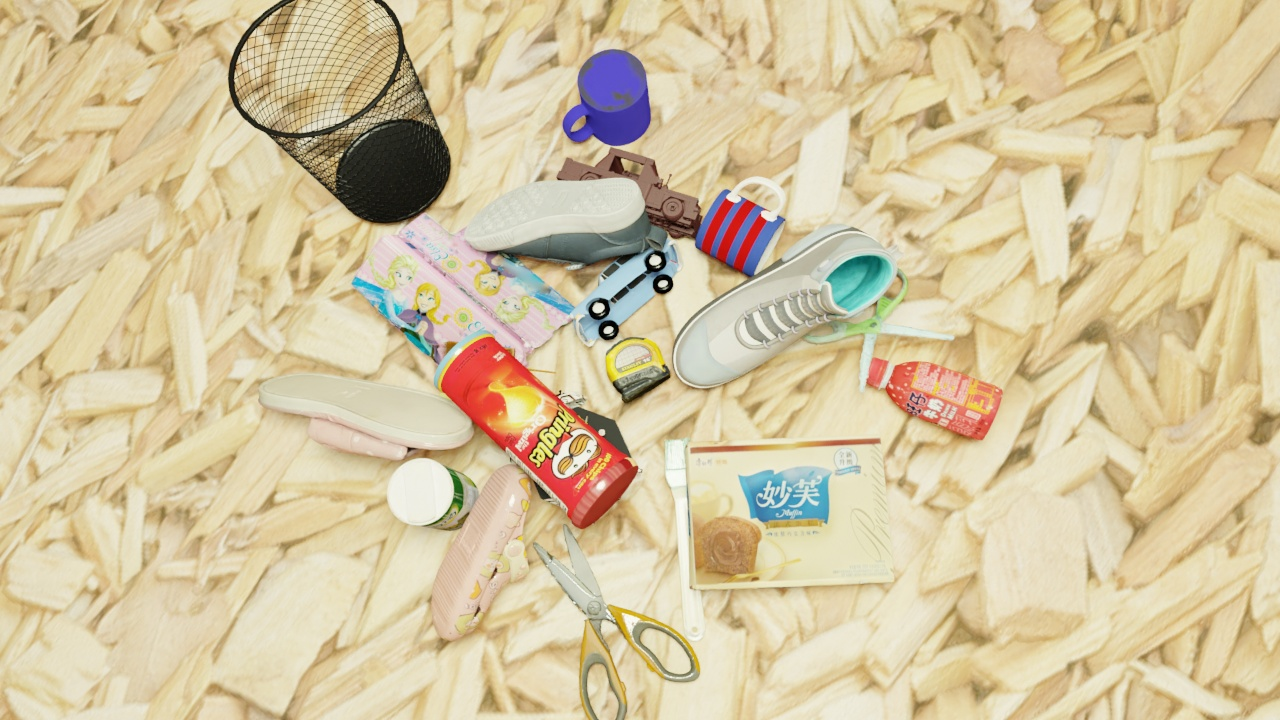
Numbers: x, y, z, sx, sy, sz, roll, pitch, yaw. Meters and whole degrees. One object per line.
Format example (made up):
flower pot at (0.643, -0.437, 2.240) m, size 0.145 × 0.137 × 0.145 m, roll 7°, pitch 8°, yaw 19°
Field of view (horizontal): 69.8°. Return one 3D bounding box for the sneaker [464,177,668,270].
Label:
sneaker at (-0.087, -0.145, 1.035) m, size 0.236 × 0.087 × 0.089 m, roll -1°, pitch 49°, yaw 28°

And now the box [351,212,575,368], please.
box at (-0.204, -0.074, 1.051) m, size 0.230 × 0.062 × 0.160 m, roll 40°, pitch 83°, yaw 12°

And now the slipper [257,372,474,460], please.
slipper at (-0.299, 0.064, 0.993) m, size 0.275 × 0.114 × 0.054 m, roll 12°, pitch 110°, yaw 26°

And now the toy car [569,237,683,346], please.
toy car at (-0.019, -0.081, 1.036) m, size 0.153 × 0.056 × 0.055 m, roll -41°, pitch 59°, yaw -11°

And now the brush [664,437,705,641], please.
brush at (0.049, 0.192, 0.994) m, size 0.033 × 0.012 × 0.217 m, roll -6°, pitch 78°, yaw 2°

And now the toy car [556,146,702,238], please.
toy car at (-0.006, -0.196, 1.058) m, size 0.170 × 0.070 × 0.061 m, roll 19°, pitch 78°, yaw 13°

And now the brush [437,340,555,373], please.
brush at (-0.159, 0.006, 1.000) m, size 0.126 × 0.017 × 0.048 m, roll 6°, pitch 95°, yaw 16°

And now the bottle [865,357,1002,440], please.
bottle at (0.310, 0.034, 0.984) m, size 0.137 × 0.062 × 0.062 m, roll 21°, pitch 79°, yaw 15°

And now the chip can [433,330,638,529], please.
chip can at (-0.107, 0.067, 0.927) m, size 0.213 × 0.087 × 0.087 m, roll 41°, pitch 83°, yaw 15°

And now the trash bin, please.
trash bin at (-0.312, -0.265, 1.016) m, size 0.184 × 0.210 × 0.183 m, roll -3°, pitch 69°, yaw 7°

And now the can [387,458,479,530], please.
can at (-0.216, 0.143, 0.968) m, size 0.067 × 0.121 × 0.067 m, roll -1°, pitch 77°, yaw 4°

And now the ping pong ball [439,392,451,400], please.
ping pong ball at (-0.210, 0.051, 1.030) m, size 0.040 × 0.040 × 0.040 m, roll -1°, pitch 77°, yaw 4°

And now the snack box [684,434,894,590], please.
snack box at (0.152, 0.160, 0.963) m, size 0.207 × 0.055 × 0.153 m, roll -2°, pitch 78°, yaw 0°

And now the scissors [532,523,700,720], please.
scissors at (-0.048, 0.287, 0.975) m, size 0.225 × 0.016 × 0.175 m, roll 40°, pitch 82°, yaw 12°

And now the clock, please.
clock at (-0.080, 0.095, 0.997) m, size 0.154 × 0.065 × 0.114 m, roll 42°, pitch 83°, yaw 11°

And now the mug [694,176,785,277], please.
mug at (0.117, -0.156, 1.021) m, size 0.076 × 0.112 × 0.074 m, roll 29°, pitch 42°, yaw 10°

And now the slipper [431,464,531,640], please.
slipper at (-0.151, 0.208, 0.966) m, size 0.081 × 0.093 × 0.197 m, roll 23°, pitch 95°, yaw -27°

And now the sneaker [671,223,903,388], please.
sneaker at (0.146, -0.045, 0.945) m, size 0.257 × 0.160 × 0.093 m, roll -34°, pitch 100°, yaw 6°

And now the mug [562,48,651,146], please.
mug at (-0.043, -0.299, 1.077) m, size 0.111 × 0.083 × 0.079 m, roll -34°, pitch 77°, yaw -4°

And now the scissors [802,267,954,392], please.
scissors at (0.255, -0.036, 1.008) m, size 0.173 × 0.021 × 0.171 m, roll 10°, pitch 57°, yaw 20°

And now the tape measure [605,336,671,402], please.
tape measure at (-0.006, 0.006, 1.027) m, size 0.065 × 0.037 × 0.064 m, roll -30°, pitch 77°, yaw -5°
